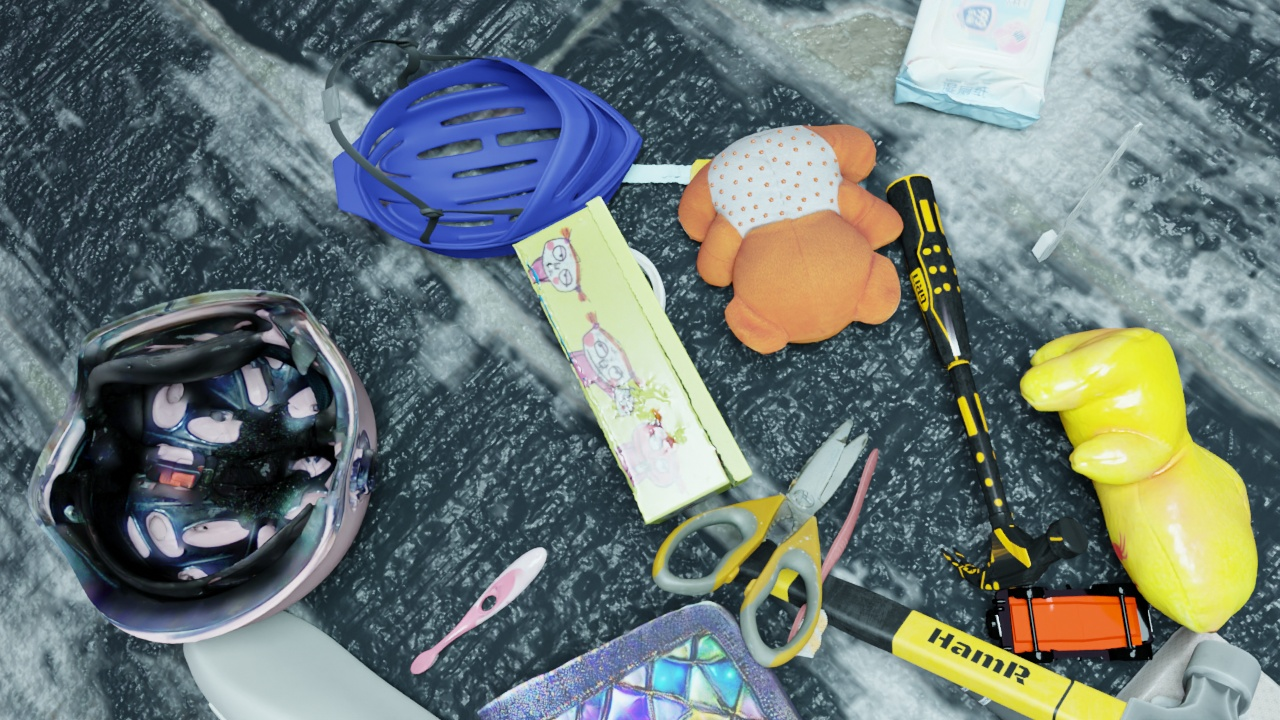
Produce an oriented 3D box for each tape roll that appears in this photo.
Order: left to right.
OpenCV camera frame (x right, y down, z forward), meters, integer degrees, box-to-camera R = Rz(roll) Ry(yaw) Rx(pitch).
[{"bbox_3d":[-0.026,-0.049,0.751,0.093,0.013,0.093,-2,76,9],"label":"tape roll"}]

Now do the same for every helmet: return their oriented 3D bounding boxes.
[{"bbox_3d":[-0.305,0.083,0.686,0.230,0.153,0.255,-14,68,-2],"label":"helmet"},{"bbox_3d":[-0.127,-0.162,0.686,0.242,0.227,0.147,-10,84,8],"label":"helmet"}]

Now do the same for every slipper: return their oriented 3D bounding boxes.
[{"bbox_3d":[-0.227,0.272,0.660,0.266,0.112,0.081,25,100,15],"label":"slipper"}]

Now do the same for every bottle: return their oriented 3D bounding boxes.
[{"bbox_3d":[0.232,0.216,0.632,0.113,0.030,0.030,35,83,16],"label":"bottle"}]

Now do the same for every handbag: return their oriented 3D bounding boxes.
[{"bbox_3d":[0.007,0.285,0.601,0.222,0.125,0.204,-32,73,-3],"label":"handbag"}]

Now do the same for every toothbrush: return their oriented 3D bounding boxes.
[{"bbox_3d":[-0.123,0.192,0.705,0.135,0.016,0.021,-42,74,-5],"label":"toothbrush"},{"bbox_3d":[0.140,0.126,0.635,0.016,0.015,0.183,-2,39,36],"label":"toothbrush"},{"bbox_3d":[0.301,-0.112,0.627,0.010,0.182,0.010,-26,70,-4],"label":"toothbrush"}]

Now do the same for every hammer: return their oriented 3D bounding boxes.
[{"bbox_3d":[0.192,0.187,0.578,0.325,0.034,0.169,18,42,38],"label":"hammer"},{"bbox_3d":[0.228,0.004,0.663,0.036,0.123,0.320,1,64,-18],"label":"hammer"}]

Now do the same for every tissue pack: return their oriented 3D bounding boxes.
[{"bbox_3d":[0.278,-0.278,0.732,0.112,0.070,0.181,15,78,13],"label":"tissue pack"},{"bbox_3d":[0.334,0.263,0.588,0.181,0.071,0.104,-45,74,0],"label":"tissue pack"}]

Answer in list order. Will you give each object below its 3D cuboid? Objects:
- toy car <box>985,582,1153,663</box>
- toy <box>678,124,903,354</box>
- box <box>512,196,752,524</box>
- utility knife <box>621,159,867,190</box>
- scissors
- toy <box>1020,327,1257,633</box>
[{"bbox_3d":[0.290,0.178,0.623,0.100,0.049,0.051,-4,74,8],"label":"toy car"},{"bbox_3d":[0.117,-0.091,0.701,0.164,0.093,0.172,-16,69,8],"label":"toy"},{"bbox_3d":[-0.004,0.004,0.668,0.082,0.124,0.221,-25,77,1],"label":"box"},{"bbox_3d":[0.078,-0.154,0.759,0.219,0.019,0.030,4,73,5],"label":"utility knife"},{"bbox_3d":[0.094,0.100,0.630,0.134,0.016,0.227,28,46,10],"label":"scissors"},{"bbox_3d":[0.331,0.066,0.597,0.088,0.134,0.193,-30,80,27],"label":"toy"}]
